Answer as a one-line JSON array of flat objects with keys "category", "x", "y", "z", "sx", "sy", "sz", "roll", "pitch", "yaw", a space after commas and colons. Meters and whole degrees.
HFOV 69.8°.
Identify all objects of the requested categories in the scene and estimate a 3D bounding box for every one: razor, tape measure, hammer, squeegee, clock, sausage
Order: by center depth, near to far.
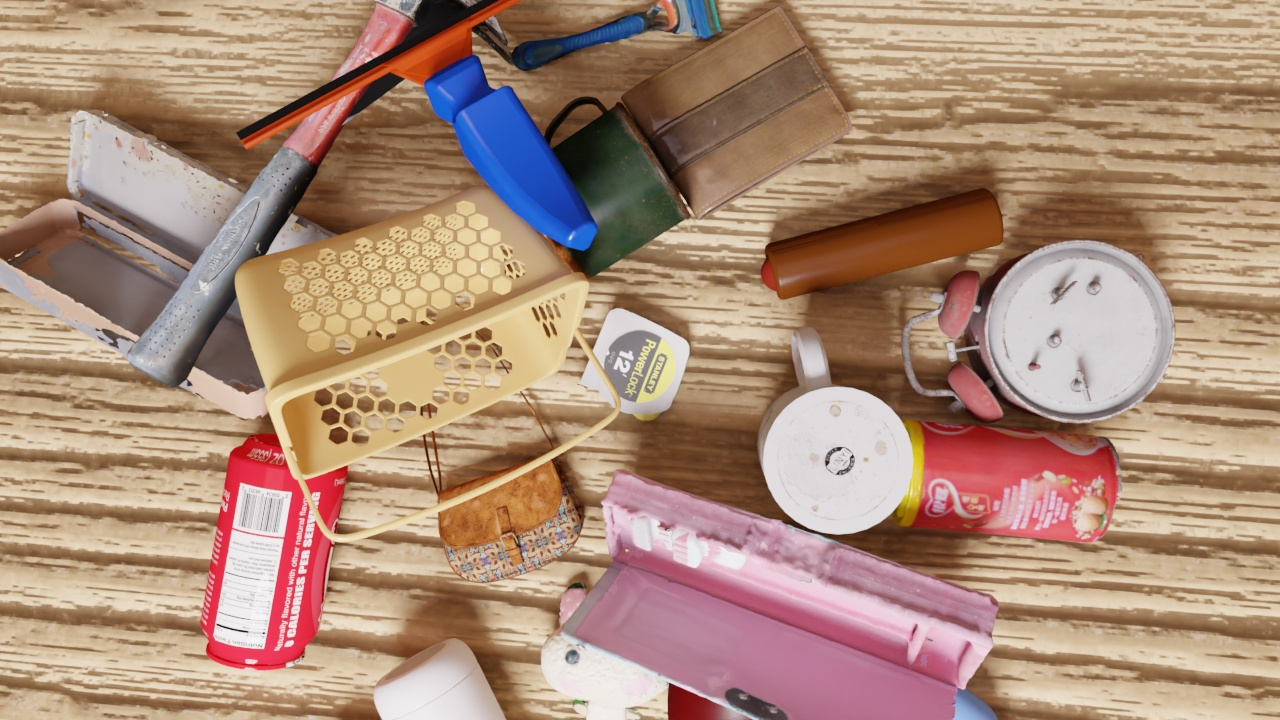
[{"category": "squeegee", "x": -0.081, "y": -0.129, "z": 0.533, "sx": 0.249, "sy": 0.055, "sz": 0.184, "roll": -33, "pitch": 63, "yaw": -11}, {"category": "clock", "x": 0.244, "y": -0.014, "z": 0.568, "sx": 0.157, "sy": 0.062, "sz": 0.110, "roll": -10, "pitch": 90, "yaw": 6}, {"category": "hammer", "x": -0.209, "y": -0.125, "z": 0.584, "sx": 0.140, "sy": 0.036, "sz": 0.325, "roll": 28, "pitch": 79, "yaw": 11}, {"category": "sausage", "x": 0.154, "y": -0.074, "z": 0.588, "sx": 0.156, "sy": 0.040, "sz": 0.040, "roll": -14, "pitch": 89, "yaw": 5}, {"category": "razor", "x": -0.019, "y": -0.221, "z": 0.613, "sx": 0.141, "sy": 0.018, "sz": 0.044, "roll": -13, "pitch": 108, "yaw": 8}, {"category": "tape measure", "x": -0.004, "y": 0.004, "z": 0.613, "sx": 0.065, "sy": 0.016, "sz": 0.064, "roll": 22, "pitch": 92, "yaw": 5}]

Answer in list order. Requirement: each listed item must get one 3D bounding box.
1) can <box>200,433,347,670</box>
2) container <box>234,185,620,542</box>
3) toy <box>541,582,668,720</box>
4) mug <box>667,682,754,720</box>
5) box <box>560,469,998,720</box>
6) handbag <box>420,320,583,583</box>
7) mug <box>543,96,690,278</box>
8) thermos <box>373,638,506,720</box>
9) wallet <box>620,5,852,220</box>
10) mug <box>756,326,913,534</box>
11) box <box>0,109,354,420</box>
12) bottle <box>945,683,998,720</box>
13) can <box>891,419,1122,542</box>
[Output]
[{"category": "can", "x": -0.242, "y": 0.124, "z": 0.607, "sx": 0.074, "sy": 0.074, "sz": 0.142, "roll": 11, "pitch": 91, "yaw": 5}, {"category": "container", "x": -0.123, "y": 0.006, "z": 0.539, "sx": 0.183, "sy": 0.129, "sz": 0.167, "roll": -24, "pitch": 68, "yaw": -23}, {"category": "toy", "x": -0.022, "y": 0.200, "z": 0.604, "sx": 0.087, "sy": 0.050, "sz": 0.112, "roll": 2, "pitch": 85, "yaw": 5}, {"category": "mug", "x": 0.067, "y": 0.229, "z": 0.579, "sx": 0.114, "sy": 0.087, "sz": 0.088, "roll": 20, "pitch": 110, "yaw": 7}, {"category": "box", "x": 0.073, "y": 0.160, "z": 0.533, "sx": 0.233, "sy": 0.099, "sz": 0.106, "roll": 17, "pitch": 56, "yaw": 16}, {"category": "handbag", "x": -0.107, "y": 0.048, "z": 0.615, "sx": 0.093, "sy": 0.043, "sz": 0.195, "roll": -19, "pitch": 85, "yaw": 3}, {"category": "mug", "x": -0.031, "y": -0.116, "z": 0.586, "sx": 0.081, "sy": 0.085, "sz": 0.111, "roll": -32, "pitch": 71, "yaw": 6}, {"category": "thermos", "x": -0.108, "y": 0.306, "z": 0.604, "sx": 0.101, "sy": 0.068, "sz": 0.230, "roll": -28, "pitch": 89, "yaw": 18}, {"category": "wallet", "x": 0.064, "y": -0.161, "z": 0.599, "sx": 0.121, "sy": 0.027, "sz": 0.098, "roll": -31, "pitch": 86, "yaw": 0}, {"category": "mug", "x": 0.111, "y": 0.038, "z": 0.563, "sx": 0.083, "sy": 0.096, "sz": 0.119, "roll": -11, "pitch": 89, "yaw": 5}, {"category": "box", "x": -0.310, "y": -0.067, "z": 0.606, "sx": 0.217, "sy": 0.096, "sz": 0.114, "roll": 27, "pitch": 49, "yaw": 5}, {"category": "bottle", "x": 0.196, "y": 0.229, "z": 0.581, "sx": 0.131, "sy": 0.048, "sz": 0.048, "roll": 37, "pitch": 93, "yaw": 4}, {"category": "can", "x": 0.220, "y": 0.074, "z": 0.568, "sx": 0.124, "sy": 0.066, "sz": 0.066, "roll": 5, "pitch": 91, "yaw": 5}]
